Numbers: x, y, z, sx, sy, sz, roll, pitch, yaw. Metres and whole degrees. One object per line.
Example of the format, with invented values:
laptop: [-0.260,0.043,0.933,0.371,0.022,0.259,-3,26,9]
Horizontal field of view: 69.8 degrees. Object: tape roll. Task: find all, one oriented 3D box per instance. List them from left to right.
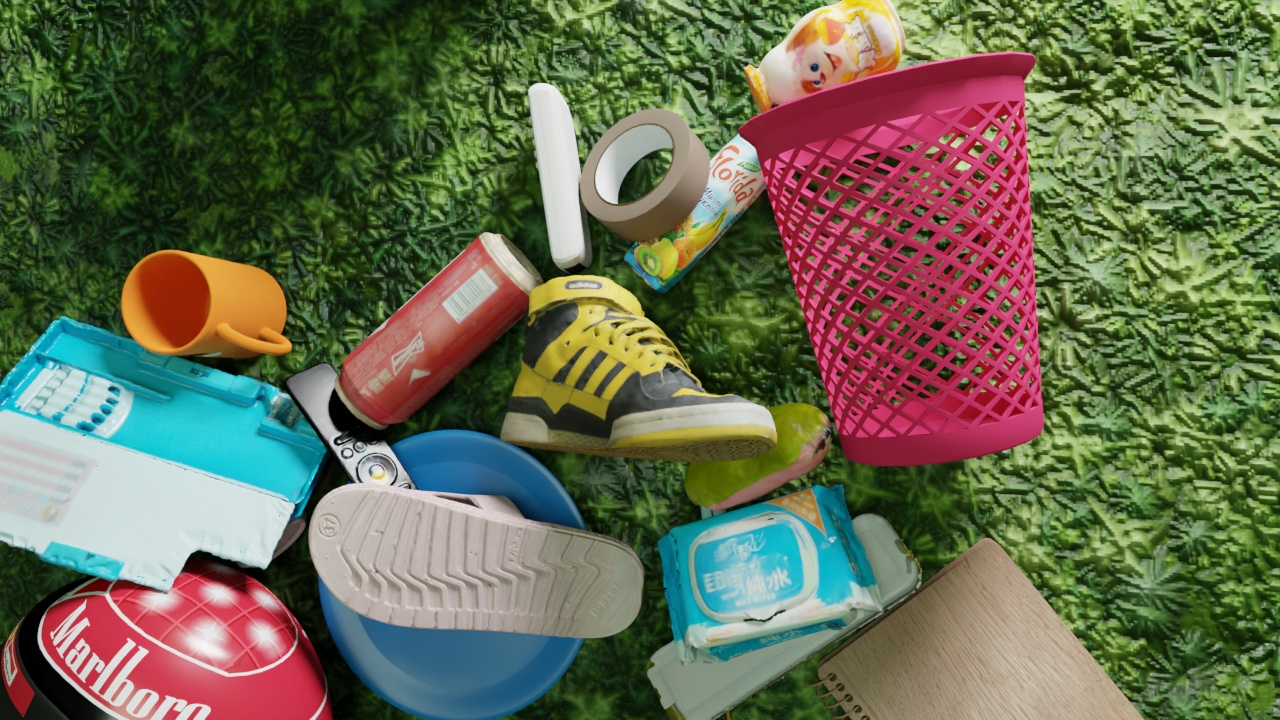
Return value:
tape roll: [0.003,-0.135,0.669,0.094,0.030,0.093,-15,60,28]

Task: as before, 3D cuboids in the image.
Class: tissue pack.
tissue pack: [0.082,0.147,0.626,0.144,0.061,0.092,-20,63,12]

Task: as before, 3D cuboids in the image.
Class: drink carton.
drink carton: [0.045,-0.108,0.678,0.044,0.038,0.129,45,97,8]

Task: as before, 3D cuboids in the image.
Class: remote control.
remote control: [-0.217,0.068,0.701,0.152,0.041,0.020,52,141,11]
remote control: [-0.060,-0.135,0.687,0.025,0.060,0.138,-9,87,6]

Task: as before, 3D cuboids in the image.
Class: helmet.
helmet: [-0.353,0.253,0.663,0.271,0.197,0.225,28,102,9]

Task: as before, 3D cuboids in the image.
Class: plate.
plate: [-0.142,0.166,0.714,0.224,0.024,0.224,0,89,10]

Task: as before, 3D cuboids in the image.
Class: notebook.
notebook: [0.247,0.259,0.643,0.169,0.022,0.210,-39,83,6]

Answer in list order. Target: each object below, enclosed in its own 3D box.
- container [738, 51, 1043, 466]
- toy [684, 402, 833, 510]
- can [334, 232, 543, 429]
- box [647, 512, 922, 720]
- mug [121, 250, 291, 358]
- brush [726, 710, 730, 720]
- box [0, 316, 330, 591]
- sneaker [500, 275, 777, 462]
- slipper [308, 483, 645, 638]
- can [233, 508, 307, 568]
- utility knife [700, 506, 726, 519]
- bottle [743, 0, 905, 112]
container: [0.176,-0.057,0.595,0.183,0.183,0.226,-11,94,10]
toy: [0.082,0.064,0.632,0.110,0.089,0.051,-30,97,48]
can: [-0.153,-0.022,0.699,0.170,0.067,0.067,-41,82,7]
box: [0.103,0.189,0.663,0.210,0.044,0.065,-36,64,6]
mug: [-0.323,-0.034,0.716,0.112,0.096,0.077,28,94,10]
brush: [0.070,0.301,0.676,0.048,0.017,0.126,-10,87,10]
box: [-0.358,0.074,0.666,0.226,0.039,0.181,20,49,-8]
sneaker: [-0.004,0.004,0.623,0.239,0.086,0.122,-3,78,44]
slipper: [-0.116,0.146,0.666,0.239,0.064,0.094,12,93,-7]
can: [-0.321,0.109,0.729,0.105,0.064,0.064,44,96,8]
utility knife: [0.054,0.107,0.686,0.022,0.015,0.120,-9,84,18]
bottle: [0.129,-0.216,0.653,0.109,0.063,0.063,-25,84,9]
